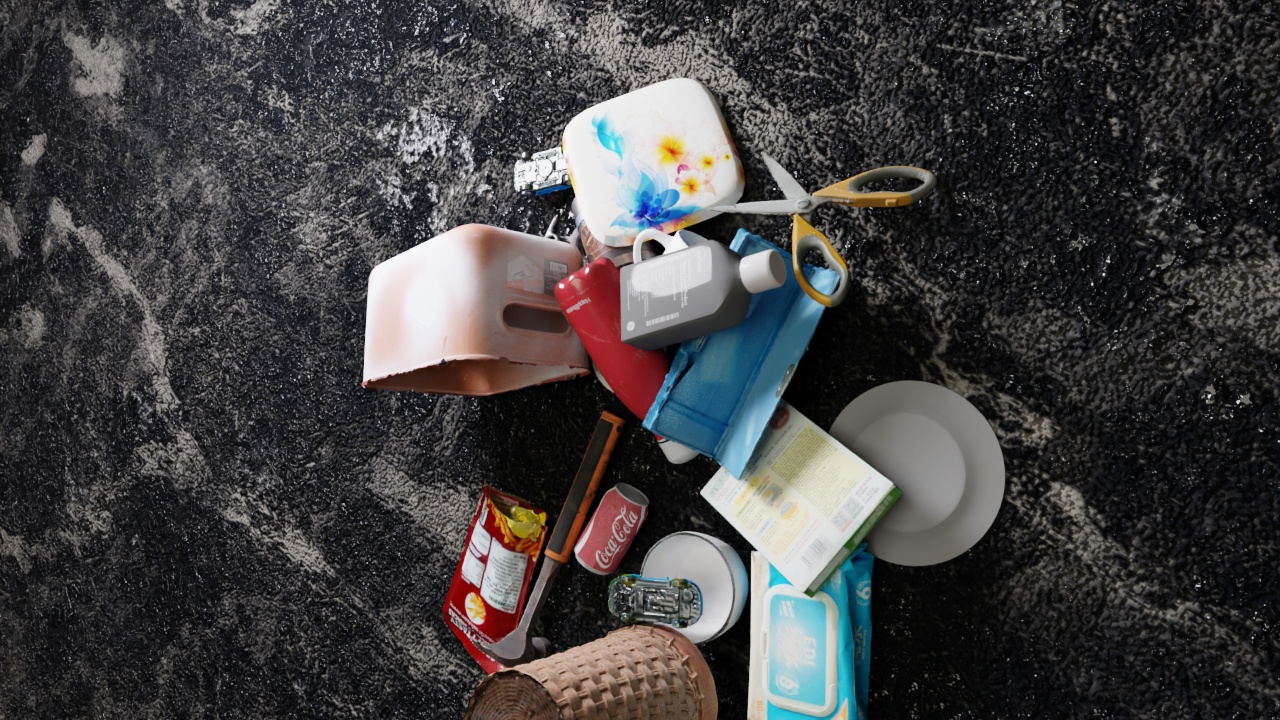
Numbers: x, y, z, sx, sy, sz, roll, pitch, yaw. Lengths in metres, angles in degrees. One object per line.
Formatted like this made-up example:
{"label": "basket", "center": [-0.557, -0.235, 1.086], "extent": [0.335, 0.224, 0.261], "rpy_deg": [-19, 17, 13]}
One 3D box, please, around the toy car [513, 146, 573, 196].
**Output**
{"label": "toy car", "center": [-0.104, -0.234, 1.140], "extent": [0.120, 0.043, 0.056], "rpy_deg": [-5, 82, 31]}

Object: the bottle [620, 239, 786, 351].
{"label": "bottle", "center": [0.060, -0.069, 0.904], "extent": [0.174, 0.046, 0.083], "rpy_deg": [-14, 69, 36]}

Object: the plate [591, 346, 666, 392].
{"label": "plate", "center": [-0.021, -0.012, 1.073], "extent": [0.104, 0.026, 0.104], "rpy_deg": [-4, 82, 33]}

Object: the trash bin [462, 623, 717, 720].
{"label": "trash bin", "center": [-0.043, 0.334, 0.860], "extent": [0.152, 0.209, 0.151], "rpy_deg": [-6, 80, 34]}

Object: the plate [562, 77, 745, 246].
{"label": "plate", "center": [0.011, -0.229, 1.030], "extent": [0.187, 0.016, 0.186], "rpy_deg": [-19, 70, 3]}

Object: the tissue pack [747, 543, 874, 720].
{"label": "tissue pack", "center": [0.166, 0.280, 0.899], "extent": [0.117, 0.066, 0.209], "rpy_deg": [-1, 86, 35]}

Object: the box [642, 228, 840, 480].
{"label": "box", "center": [0.102, -0.007, 0.918], "extent": [0.231, 0.094, 0.112], "rpy_deg": [-63, 19, 4]}

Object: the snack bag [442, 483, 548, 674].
{"label": "snack bag", "center": [-0.187, 0.270, 1.133], "extent": [0.139, 0.066, 0.208], "rpy_deg": [27, 102, 37]}

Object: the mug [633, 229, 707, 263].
{"label": "mug", "center": [0.037, -0.092, 1.000], "extent": [0.114, 0.080, 0.088], "rpy_deg": [32, 113, -7]}

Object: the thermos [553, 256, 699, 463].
{"label": "thermos", "center": [-0.006, 0.006, 0.995], "extent": [0.073, 0.073, 0.240], "rpy_deg": [-27, 97, 28]}

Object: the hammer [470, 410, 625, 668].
{"label": "hammer", "center": [-0.096, 0.205, 1.056], "extent": [0.035, 0.137, 0.314], "rpy_deg": [22, 89, 31]}

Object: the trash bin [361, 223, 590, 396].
{"label": "trash bin", "center": [-0.198, -0.050, 1.078], "extent": [0.260, 0.181, 0.157], "rpy_deg": [-13, 75, 48]}

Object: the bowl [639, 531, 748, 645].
{"label": "bowl", "center": [0.063, 0.237, 0.968], "extent": [0.117, 0.065, 0.116], "rpy_deg": [-4, 83, 33]}

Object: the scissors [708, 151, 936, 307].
{"label": "scissors", "center": [0.176, -0.139, 0.902], "extent": [0.225, 0.016, 0.228], "rpy_deg": [-3, 55, 14]}

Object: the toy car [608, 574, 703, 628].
{"label": "toy car", "center": [0.017, 0.245, 0.937], "extent": [0.105, 0.032, 0.048], "rpy_deg": [-3, 83, 28]}

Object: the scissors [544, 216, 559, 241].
{"label": "scissors", "center": [-0.112, -0.095, 1.149], "extent": [0.141, 0.014, 0.147], "rpy_deg": [43, 107, 32]}

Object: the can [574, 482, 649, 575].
{"label": "can", "center": [-0.032, 0.191, 1.043], "extent": [0.054, 0.054, 0.097], "rpy_deg": [37, 105, 30]}

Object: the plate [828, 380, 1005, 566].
{"label": "plate", "center": [0.257, 0.108, 0.886], "extent": [0.179, 0.012, 0.178], "rpy_deg": [-4, 83, 33]}

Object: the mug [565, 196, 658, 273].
{"label": "mug", "center": [-0.040, -0.134, 1.073], "extent": [0.116, 0.079, 0.107], "rpy_deg": [-36, 65, 41]}

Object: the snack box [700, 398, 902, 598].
{"label": "snack box", "center": [0.152, 0.130, 0.901], "extent": [0.132, 0.027, 0.168], "rpy_deg": [-51, 43, 2]}
